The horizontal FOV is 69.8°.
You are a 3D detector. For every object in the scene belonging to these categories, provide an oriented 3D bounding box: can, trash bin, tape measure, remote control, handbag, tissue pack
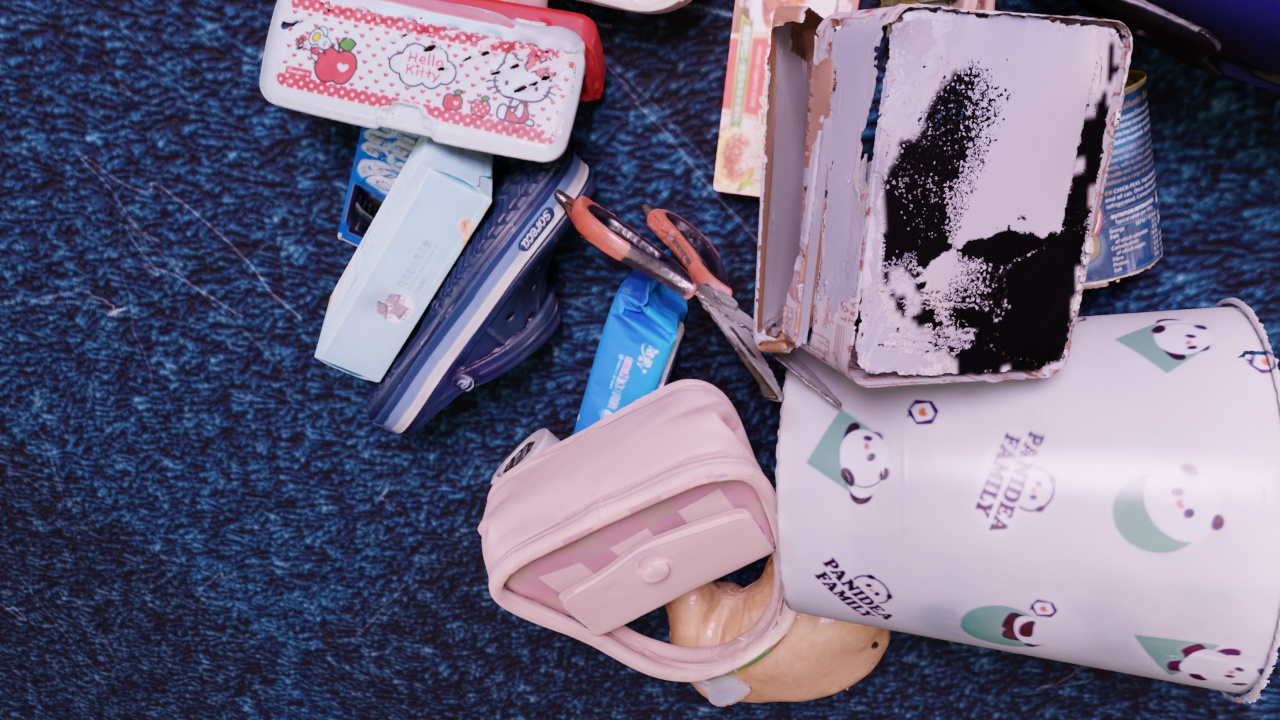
[{"bbox_3d":[0.266,-0.108,0.550,0.075,0.075,0.111,-12,112,18],"label":"can"},{"bbox_3d":[0.224,0.076,0.572,0.252,0.229,0.230,1,115,18],"label":"trash bin"},{"bbox_3d":[-0.087,0.087,0.728,0.066,0.065,0.033,-37,106,27],"label":"tape measure"},{"bbox_3d":[-0.180,-0.130,0.655,0.049,0.024,0.125,26,122,0],"label":"remote control"},{"bbox_3d":[0.020,0.144,0.639,0.193,0.093,0.234,-26,123,11],"label":"handbag"},{"bbox_3d":[-0.004,0.004,0.655,0.052,0.094,0.157,18,115,2],"label":"tissue pack"}]

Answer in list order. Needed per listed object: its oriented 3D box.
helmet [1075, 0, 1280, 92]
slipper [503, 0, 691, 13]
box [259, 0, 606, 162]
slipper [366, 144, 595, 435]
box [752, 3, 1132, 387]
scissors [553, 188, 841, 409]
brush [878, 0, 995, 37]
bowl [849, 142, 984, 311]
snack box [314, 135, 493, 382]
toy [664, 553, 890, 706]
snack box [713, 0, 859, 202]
[{"bbox_3d":[0.315,-0.236,0.390,0.315,0.239,0.248,34,119,-5],"label":"helmet"},{"bbox_3d":[-0.082,-0.274,0.565,0.274,0.054,0.114,14,114,14],"label":"slipper"},{"bbox_3d":[-0.131,-0.178,0.581,0.201,0.095,0.101,13,78,7],"label":"box"},{"bbox_3d":[-0.106,-0.034,0.654,0.095,0.105,0.253,30,114,-25],"label":"slipper"},{"bbox_3d":[0.125,-0.094,0.505,0.154,0.185,0.183,-1,108,-15],"label":"box"},{"bbox_3d":[0.035,-0.047,0.566,0.225,0.188,0.015,33,113,0],"label":"scissors"},{"bbox_3d":[0.177,-0.248,0.517,0.073,0.063,0.146,-11,116,-15],"label":"brush"},{"bbox_3d":[0.182,-0.076,0.590,0.116,0.066,0.117,5,116,11],"label":"bowl"},{"bbox_3d":[-0.163,-0.072,0.631,0.051,0.074,0.175,25,120,-25],"label":"snack box"},{"bbox_3d":[0.132,0.206,0.726,0.226,0.082,0.143,-21,117,18],"label":"toy"},{"bbox_3d":[0.093,-0.180,0.585,0.075,0.025,0.153,10,116,9],"label":"snack box"}]
